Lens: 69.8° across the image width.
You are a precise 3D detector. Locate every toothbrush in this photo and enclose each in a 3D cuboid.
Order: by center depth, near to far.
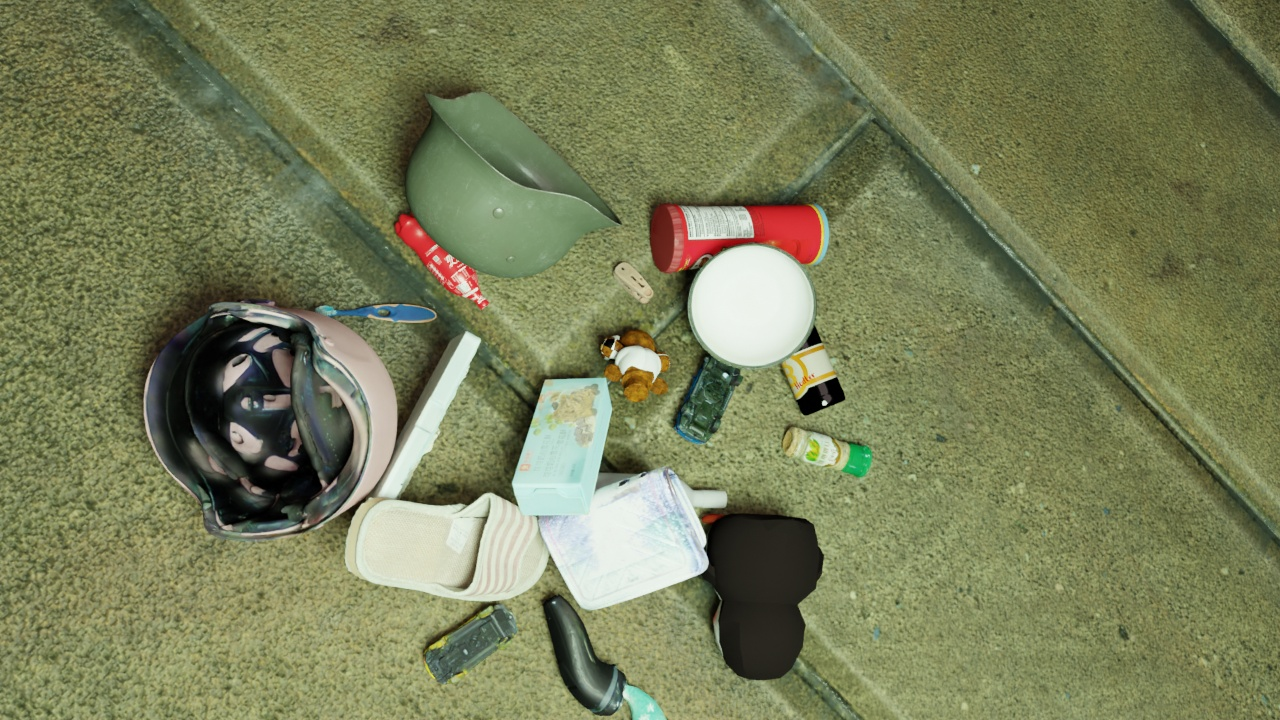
[{"bbox_3d":[-0.302,-0.055,1.049,0.135,0.017,0.021,1,78,-17],"label":"toothbrush"}]

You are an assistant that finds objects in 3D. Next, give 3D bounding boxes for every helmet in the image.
[{"bbox_3d":[-0.355,0.050,0.914,0.256,0.152,0.230,-2,98,17],"label":"helmet"},{"bbox_3d":[-0.166,-0.182,1.025,0.154,0.267,0.227,-46,57,10],"label":"helmet"}]

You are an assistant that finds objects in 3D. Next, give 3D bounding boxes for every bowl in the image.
[{"bbox_3d":[0.137,-0.071,1.122,0.153,0.072,0.153,2,105,8],"label":"bowl"}]

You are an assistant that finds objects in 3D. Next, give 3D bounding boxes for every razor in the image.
[{"bbox_3d":[-0.062,0.323,1.013,0.063,0.053,0.140,-21,82,-33],"label":"razor"}]

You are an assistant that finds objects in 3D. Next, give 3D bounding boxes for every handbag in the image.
[{"bbox_3d":[-0.017,0.189,1.006,0.159,0.069,0.126,-21,109,12],"label":"handbag"}]

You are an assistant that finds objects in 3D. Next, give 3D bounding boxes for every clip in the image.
[{"bbox_3d":[-0.008,-0.097,1.144,0.025,0.049,0.061,-38,118,-22],"label":"clip"}]

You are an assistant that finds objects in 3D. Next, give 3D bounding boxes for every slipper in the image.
[{"bbox_3d":[-0.178,0.189,0.934,0.262,0.052,0.115,21,77,-51],"label":"slipper"}]

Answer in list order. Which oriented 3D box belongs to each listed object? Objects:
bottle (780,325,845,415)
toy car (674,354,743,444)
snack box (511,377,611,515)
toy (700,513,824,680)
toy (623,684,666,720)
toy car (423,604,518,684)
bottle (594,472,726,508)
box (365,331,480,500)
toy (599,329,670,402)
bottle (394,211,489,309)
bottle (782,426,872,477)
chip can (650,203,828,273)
[{"bbox_3d":[0.200,-0.023,1.175,0.059,0.059,0.181,-20,83,-21],"label":"bottle"},{"bbox_3d":[0.080,0.046,1.129,0.056,0.044,0.120,31,67,-8],"label":"toy car"},{"bbox_3d":[-0.083,0.092,1.007,0.075,0.053,0.174,-2,38,12],"label":"snack box"},{"bbox_3d":[0.140,0.267,1.040,0.159,0.140,0.184,7,75,-16],"label":"toy"},{"bbox_3d":[-0.009,0.424,1.016,0.085,0.033,0.105,33,70,4],"label":"toy"},{"bbox_3d":[-0.182,0.305,0.991,0.106,0.030,0.049,-30,86,-19],"label":"toy car"},{"bbox_3d":[0.006,0.159,1.073,0.195,0.053,0.052,4,75,-16],"label":"bottle"},{"bbox_3d":[-0.232,0.068,0.976,0.044,0.136,0.196,28,71,-7],"label":"box"},{"bbox_3d":[-0.006,0.006,1.076,0.087,0.067,0.112,17,38,-13],"label":"toy"},{"bbox_3d":[-0.229,-0.116,1.073,0.041,0.042,0.141,-42,92,-22],"label":"bottle"},{"bbox_3d":[0.236,0.115,1.162,0.111,0.043,0.043,17,72,-12],"label":"bottle"},{"bbox_3d":[0.126,-0.158,1.172,0.213,0.087,0.087,-4,78,-19],"label":"chip can"}]
